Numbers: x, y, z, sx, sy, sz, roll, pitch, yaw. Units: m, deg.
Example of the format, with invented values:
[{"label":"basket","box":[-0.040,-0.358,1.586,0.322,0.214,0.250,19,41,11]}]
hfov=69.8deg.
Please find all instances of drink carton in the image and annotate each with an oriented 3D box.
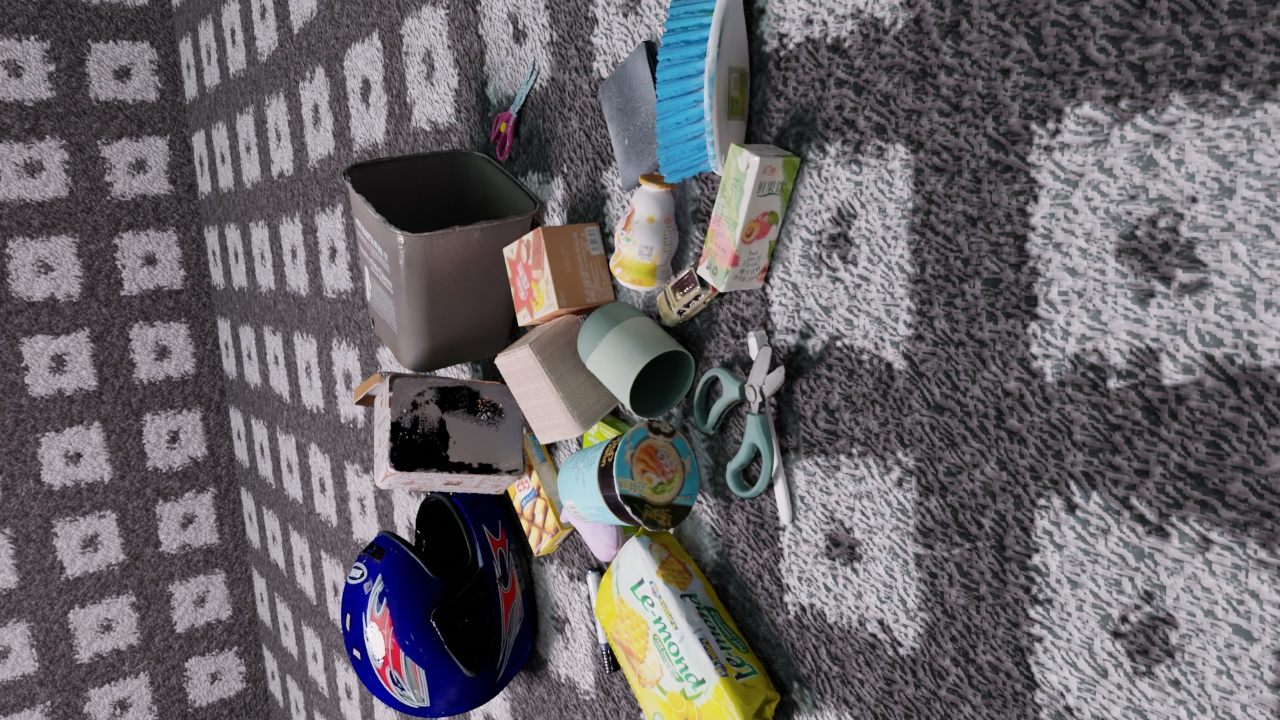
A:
[{"label":"drink carton","box":[0.091,-0.124,0.789,0.045,0.053,0.123,41,129,42]}]

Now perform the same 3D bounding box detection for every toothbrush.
[{"label":"toothbrush","box":[0.120,0.061,0.830,0.016,0.016,0.180,-1,100,64]}]

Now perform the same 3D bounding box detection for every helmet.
[{"label":"helmet","box":[-0.292,0.334,1.275,0.248,0.239,0.315,-13,87,53]}]

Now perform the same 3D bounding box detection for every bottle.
[{"label":"bottle","box":[0.007,-0.125,0.895,0.063,0.063,0.109,39,128,42]}]

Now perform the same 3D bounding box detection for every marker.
[{"label":"marker","box":[-0.046,0.317,1.119,0.023,0.018,0.130,-8,92,46]}]

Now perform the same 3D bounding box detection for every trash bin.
[{"label":"trash bin","box":[-0.255,-0.124,1.157,0.199,0.198,0.220,45,138,39]}]

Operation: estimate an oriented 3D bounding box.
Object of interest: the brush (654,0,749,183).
[{"label":"brush","box":[0.069,-0.310,0.779,0.110,0.060,0.315,13,107,46]}]

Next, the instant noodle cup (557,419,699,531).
[{"label":"instant noodle cup","box":[-0.020,0.123,0.944,0.121,0.111,0.111,-16,85,48]}]

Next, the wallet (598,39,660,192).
[{"label":"wallet","box":[-0.004,-0.244,0.920,0.097,0.019,0.120,-25,76,54]}]

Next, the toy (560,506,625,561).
[{"label":"toy","box":[-0.055,0.181,1.031,0.108,0.038,0.084,43,130,36]}]

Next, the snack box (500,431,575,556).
[{"label":"snack box","box":[-0.134,0.173,1.192,0.087,0.033,0.140,-50,57,46]}]

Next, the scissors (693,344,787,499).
[{"label":"scissors","box":[0.088,0.036,0.843,0.161,0.019,0.179,52,146,42]}]

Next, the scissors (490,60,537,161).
[{"label":"scissors","box":[-0.154,-0.311,1.115,0.137,0.017,0.072,-60,42,37]}]

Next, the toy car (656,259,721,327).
[{"label":"toy car","box":[0.044,-0.064,0.885,0.091,0.035,0.042,-39,66,53]}]

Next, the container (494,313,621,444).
[{"label":"container","box":[-0.089,0.018,1.005,0.090,0.089,0.111,-16,109,50]}]

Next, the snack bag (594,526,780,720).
[{"label":"snack bag","box":[0.042,0.298,0.950,0.246,0.068,0.158,56,139,29]}]

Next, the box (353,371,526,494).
[{"label":"box","box":[-0.265,0.101,1.192,0.218,0.180,0.157,-23,65,56]}]

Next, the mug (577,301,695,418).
[{"label":"mug","box":[-0.006,0.005,0.939,0.106,0.082,0.112,42,156,40]}]

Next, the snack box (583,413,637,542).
[{"label":"snack box","box":[-0.035,0.142,1.051,0.086,0.026,0.156,24,117,49]}]

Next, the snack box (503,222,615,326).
[{"label":"snack box","box":[-0.092,-0.095,1.027,0.095,0.076,0.092,-16,86,55]}]
